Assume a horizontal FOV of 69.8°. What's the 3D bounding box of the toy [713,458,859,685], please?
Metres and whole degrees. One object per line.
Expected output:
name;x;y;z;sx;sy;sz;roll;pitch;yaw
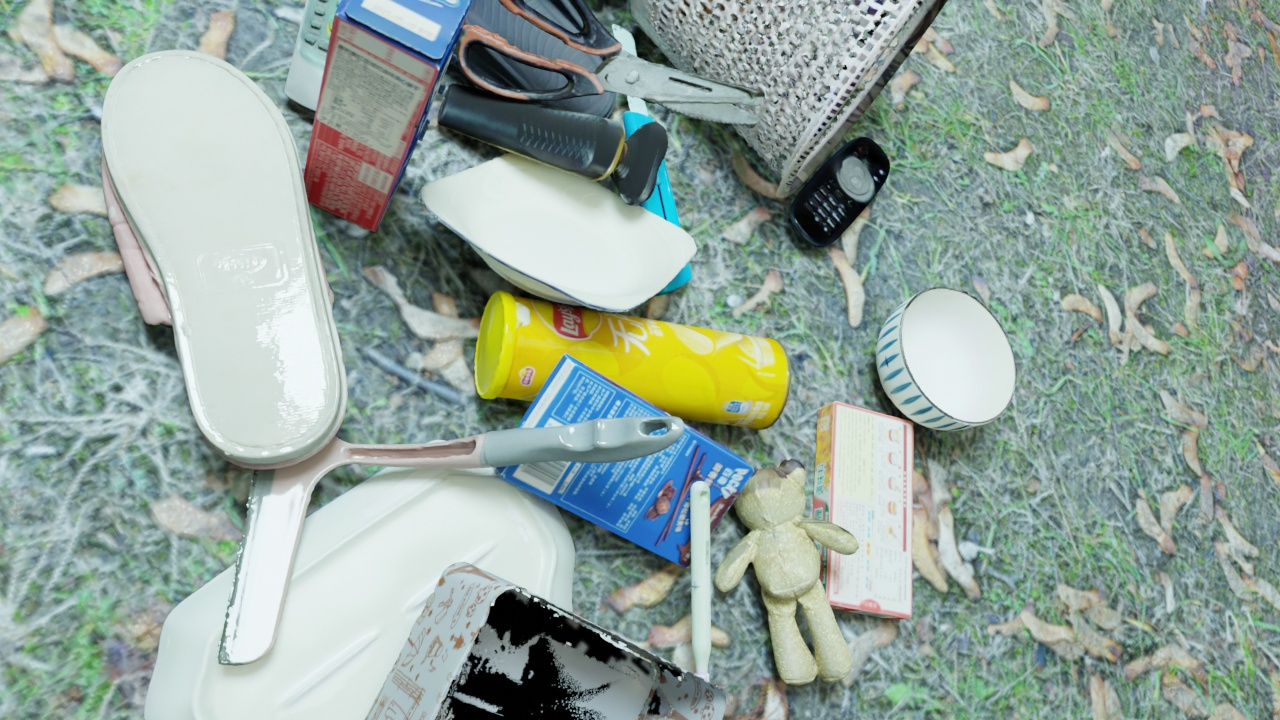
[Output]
toy;0.107;0.151;0.651;0.105;0.066;0.157;-18;80;17

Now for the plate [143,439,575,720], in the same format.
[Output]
plate;-0.149;0.156;0.542;0.265;0.034;0.162;-34;90;-29

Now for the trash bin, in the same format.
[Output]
trash bin;0.109;-0.272;0.710;0.192;0.228;0.226;39;61;5

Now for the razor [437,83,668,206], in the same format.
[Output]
razor;-0.065;-0.161;0.662;0.167;0.067;0.062;16;93;-2

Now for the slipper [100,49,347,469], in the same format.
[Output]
slipper;-0.247;-0.063;0.551;0.114;0.055;0.274;-18;77;-21

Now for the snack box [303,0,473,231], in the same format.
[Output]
snack box;-0.153;-0.147;0.536;0.058;0.208;0.057;25;65;-16

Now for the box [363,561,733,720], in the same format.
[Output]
box;-0.064;0.254;0.478;0.179;0.125;0.273;35;47;-26

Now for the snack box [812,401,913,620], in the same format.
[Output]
snack box;0.172;0.115;0.708;0.077;0.027;0.155;15;68;-20

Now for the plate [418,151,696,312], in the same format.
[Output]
plate;-0.055;-0.083;0.627;0.163;0.034;0.163;31;33;10

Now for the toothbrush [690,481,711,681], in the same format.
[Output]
toothbrush;0.042;0.174;0.605;0.029;0.020;0.189;-3;92;-26

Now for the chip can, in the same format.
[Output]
chip can;-0.004;0.004;0.638;0.213;0.072;0.072;9;70;-23

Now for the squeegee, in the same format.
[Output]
squeegee;-0.098;0.051;0.539;0.250;0.040;0.247;-3;61;5

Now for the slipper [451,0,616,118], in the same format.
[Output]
slipper;-0.112;-0.273;0.655;0.268;0.083;0.110;39;64;-18

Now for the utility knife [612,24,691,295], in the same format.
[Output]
utility knife;0.005;-0.157;0.708;0.034;0.018;0.216;-9;85;-29

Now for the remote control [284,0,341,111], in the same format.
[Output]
remote control;-0.192;-0.229;0.605;0.056;0.019;0.135;21;101;6

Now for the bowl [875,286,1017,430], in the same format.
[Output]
bowl;0.239;0.005;0.750;0.116;0.066;0.116;9;67;-22

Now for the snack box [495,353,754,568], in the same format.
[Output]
snack box;-0.008;0.069;0.602;0.157;0.026;0.084;32;94;-27

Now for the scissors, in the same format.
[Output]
scissors;-0.019;-0.211;0.623;0.206;0.015;0.197;-20;118;11

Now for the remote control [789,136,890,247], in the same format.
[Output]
remote control;0.169;-0.144;0.790;0.053;0.024;0.136;46;60;-5
